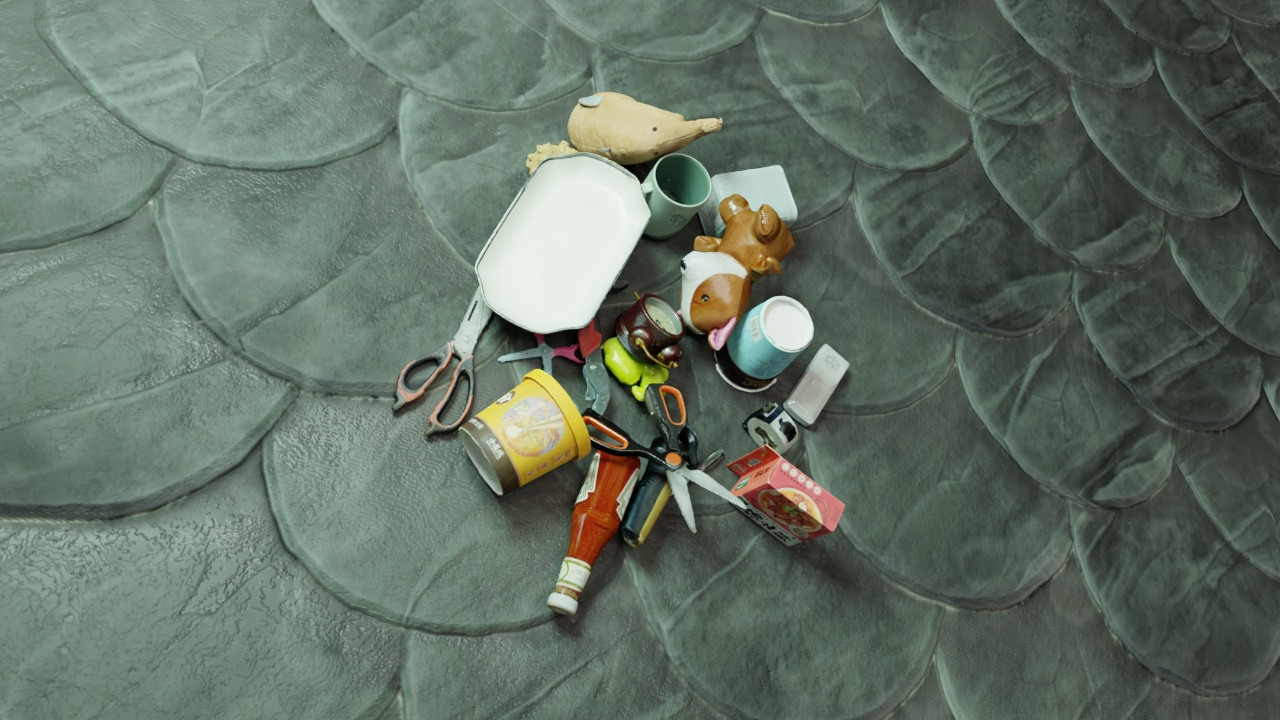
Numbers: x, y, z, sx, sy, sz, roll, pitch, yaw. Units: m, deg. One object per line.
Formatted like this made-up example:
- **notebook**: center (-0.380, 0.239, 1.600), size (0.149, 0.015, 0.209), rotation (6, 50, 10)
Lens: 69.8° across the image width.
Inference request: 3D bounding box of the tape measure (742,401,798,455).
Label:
- **tape measure**: center (0.174, 0.092, 1.213), size (0.033, 0.066, 0.066), rotation (-40, 86, -26)

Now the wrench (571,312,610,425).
- **wrench**: center (-0.072, -0.052, 1.165), size (0.056, 0.016, 0.273), rotation (3, 73, -26)

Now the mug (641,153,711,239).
- **mug**: center (0.025, -0.218, 1.251), size (0.111, 0.107, 0.082), rotation (-9, 74, -26)

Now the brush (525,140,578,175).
- **brush**: center (-0.109, -0.178, 1.222), size (0.083, 0.046, 0.254), rotation (6, 72, -32)

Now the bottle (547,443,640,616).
- **bottle**: center (-0.057, 0.197, 1.080), size (0.060, 0.060, 0.205), rotation (27, 62, -11)

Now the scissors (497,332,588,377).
- **scissors**: center (-0.116, -0.016, 1.161), size (0.134, 0.017, 0.133), rotation (-4, 79, -18)

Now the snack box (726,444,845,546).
- **snack box**: center (0.172, 0.172, 1.152), size (0.127, 0.113, 0.044), rotation (37, 61, -4)

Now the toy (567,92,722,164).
- **toy**: center (0.002, -0.309, 1.241), size (0.226, 0.083, 0.143), rotation (24, 53, 36)

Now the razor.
- **razor**: center (0.024, 0.154, 1.124), size (0.067, 0.062, 0.167), rotation (44, 54, -22)

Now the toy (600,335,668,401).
- **toy**: center (-0.007, 0.007, 1.190), size (0.100, 0.031, 0.096), rotation (24, 51, -19)

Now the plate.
- **plate**: center (-0.096, -0.146, 1.156), size (0.162, 0.034, 0.265), rotation (27, 67, 0)

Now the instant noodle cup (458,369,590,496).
- **instant noodle cup**: center (-0.137, 0.088, 1.062), size (0.114, 0.119, 0.118), rotation (-32, 84, -21)

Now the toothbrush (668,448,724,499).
- **toothbrush**: center (0.046, 0.162, 1.161), size (0.180, 0.018, 0.015), rotation (-35, 82, -31)

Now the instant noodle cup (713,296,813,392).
- **instant noodle cup**: center (0.170, -0.028, 1.227), size (0.111, 0.121, 0.111), rotation (8, 67, -20)

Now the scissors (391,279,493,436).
- **scissors**: center (-0.232, -0.015, 1.116), size (0.198, 0.015, 0.204), rotation (-14, 75, -26)

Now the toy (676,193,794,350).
- **toy**: center (0.112, -0.117, 1.204), size (0.130, 0.140, 0.199), rotation (27, 95, -31)

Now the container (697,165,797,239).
- **container**: center (0.147, -0.219, 1.316), size (0.111, 0.090, 0.090), rotation (-10, 74, -22)

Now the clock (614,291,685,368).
- **clock**: center (0.015, -0.033, 1.171), size (0.082, 0.055, 0.121), rotation (30, 32, -28)

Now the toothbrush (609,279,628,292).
- **toothbrush**: center (-0.091, -0.084, 1.181), size (0.188, 0.017, 0.014), rotation (-14, 84, -33)

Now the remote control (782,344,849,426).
- **remote control**: center (0.249, 0.035, 1.291), size (0.049, 0.024, 0.124), rotation (40, 60, -4)

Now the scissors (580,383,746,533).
- **scissors**: center (0.021, 0.109, 1.094), size (0.227, 0.022, 0.220), rotation (11, 44, -3)
